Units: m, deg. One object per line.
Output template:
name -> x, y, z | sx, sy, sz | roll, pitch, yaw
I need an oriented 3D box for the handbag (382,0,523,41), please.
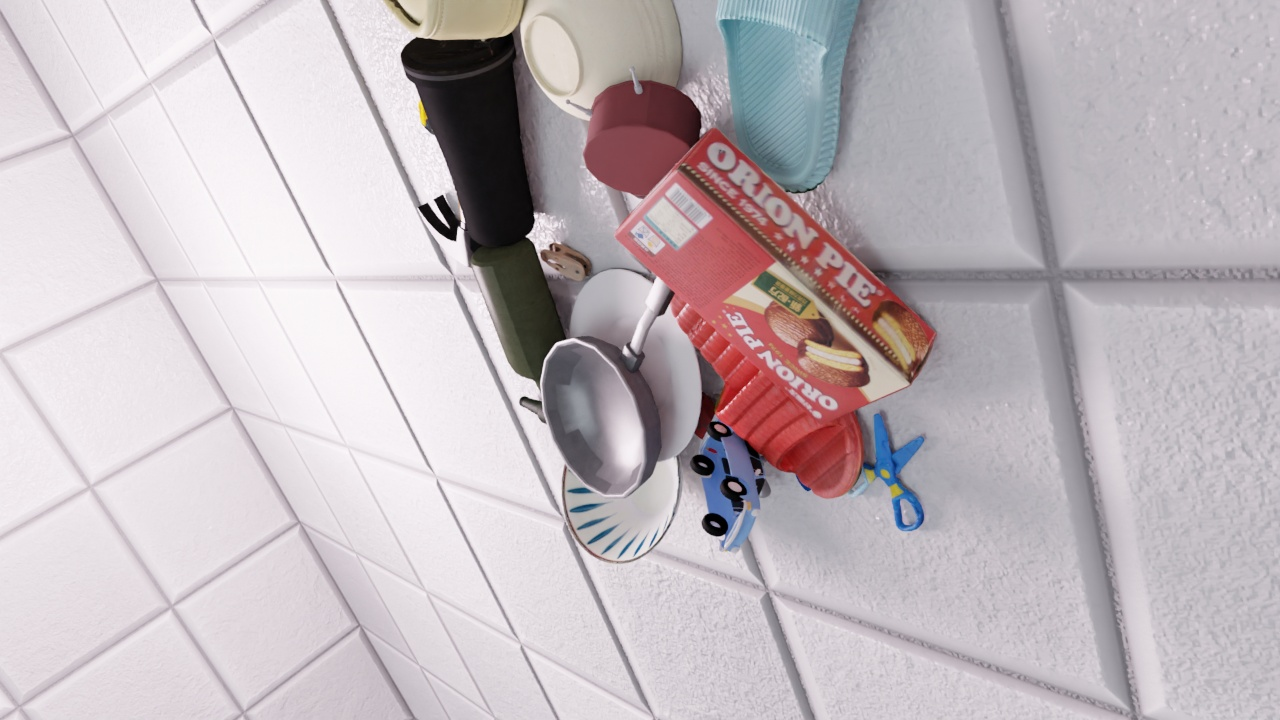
handbag -> -0.174, -0.372, 0.769 | 0.233, 0.088, 0.191 | 41, 133, 48

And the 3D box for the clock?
clock -> 0.009, -0.172, 0.742 | 0.096, 0.048, 0.137 | -14, 150, 39

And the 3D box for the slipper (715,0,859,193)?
slipper -> 0.093, -0.229, 0.613 | 0.116, 0.069, 0.277 | 34, 143, 34

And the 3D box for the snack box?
snack box -> 0.102, -0.058, 0.712 | 0.236, 0.060, 0.113 | 42, 149, -7

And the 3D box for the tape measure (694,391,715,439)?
tape measure -> 0.065, 0.060, 0.955 | 0.051, 0.019, 0.059 | 54, 154, -3

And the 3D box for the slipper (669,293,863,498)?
slipper -> 0.103, 0.022, 0.824 | 0.248, 0.059, 0.104 | 53, 139, 9

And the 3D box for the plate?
plate -> -0.006, 0.006, 0.968 | 0.209, 0.015, 0.209 | 22, 121, 44

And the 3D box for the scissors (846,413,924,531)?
scissors -> 0.210, 0.093, 0.809 | 0.110, 0.018, 0.131 | 13, 129, 43

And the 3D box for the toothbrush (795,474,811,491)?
toothbrush -> 0.131, 0.064, 0.879 | 0.135, 0.017, 0.022 | 59, 144, 0

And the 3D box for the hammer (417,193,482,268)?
hammer -> -0.202, -0.237, 1.011 | 0.132, 0.040, 0.306 | 30, 140, 28

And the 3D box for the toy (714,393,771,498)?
toy -> 0.105, 0.084, 0.914 | 0.049, 0.030, 0.112 | 0, 109, 57

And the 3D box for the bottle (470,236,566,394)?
bottle -> -0.124, -0.034, 1.027 | 0.071, 0.071, 0.207 | 17, 134, 44

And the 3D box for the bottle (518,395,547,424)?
bottle -> -0.114, 0.068, 1.177 | 0.123, 0.032, 0.033 | 18, 133, 44

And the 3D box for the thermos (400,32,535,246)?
thermos -> -0.160, -0.222, 0.916 | 0.106, 0.105, 0.219 | 30, 145, 33

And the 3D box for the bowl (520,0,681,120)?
bowl -> -0.047, -0.260, 0.752 | 0.151, 0.075, 0.151 | 33, 141, 31

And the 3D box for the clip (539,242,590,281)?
clip -> -0.078, -0.108, 0.985 | 0.061, 0.049, 0.026 | 4, 132, 2

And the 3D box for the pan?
pan -> -0.009, 0.001, 0.911 | 0.178, 0.041, 0.358 | 52, 140, 23

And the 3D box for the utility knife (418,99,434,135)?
utility knife -> -0.229, -0.334, 0.977 | 0.030, 0.019, 0.218 | 31, 139, 17

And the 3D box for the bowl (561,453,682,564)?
bowl -> -0.004, 0.140, 1.039 | 0.178, 0.070, 0.177 | -11, 73, 39

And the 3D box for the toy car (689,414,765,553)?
toy car -> 0.084, 0.109, 0.840 | 0.054, 0.153, 0.056 | 15, 120, -14
